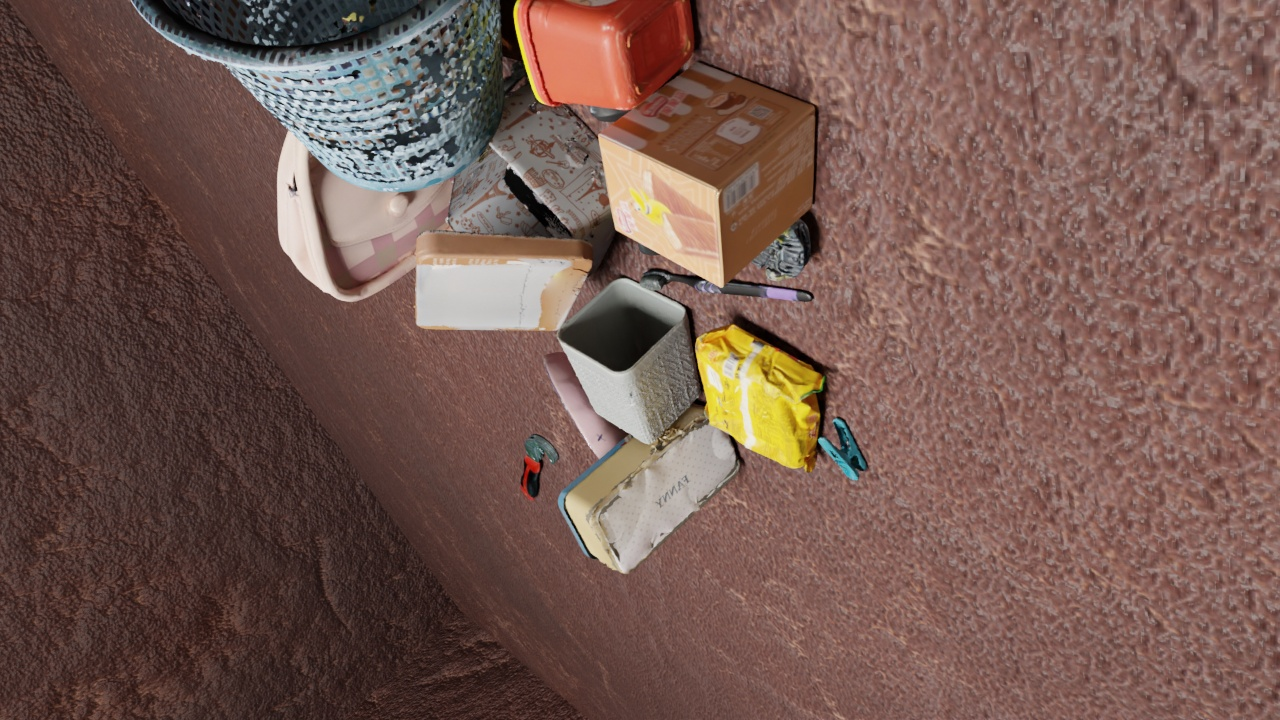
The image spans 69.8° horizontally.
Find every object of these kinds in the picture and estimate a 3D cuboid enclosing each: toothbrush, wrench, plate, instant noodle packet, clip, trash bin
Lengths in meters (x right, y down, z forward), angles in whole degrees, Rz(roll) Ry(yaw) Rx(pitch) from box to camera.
[{"bbox_3d":[-0.127,-0.224,0.781,0.014,0.016,0.190,60,154,-13],"label":"toothbrush"},{"bbox_3d":[-0.165,0.170,1.422,0.056,0.016,0.274,45,155,8],"label":"wrench"},{"bbox_3d":[-0.033,0.066,0.961,0.192,0.039,0.192,57,-178,-3],"label":"plate"},{"bbox_3d":[0.099,0.030,0.748,0.111,0.044,0.128,28,153,25],"label":"instant noodle packet"},{"bbox_3d":[0.163,0.072,0.733,0.014,0.040,0.056,10,143,56],"label":"clip"},{"bbox_3d":[0.060,-0.057,0.720,0.189,0.016,0.014,13,138,50],"label":"toothbrush"},{"bbox_3d":[-0.179,-0.223,0.600,0.226,0.226,0.195,41,166,16],"label":"trash bin"}]

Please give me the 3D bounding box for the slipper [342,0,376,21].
[{"bbox_3d":[-0.197,-0.339,0.669,0.081,0.091,0.191,6,139,-3],"label":"slipper"}]

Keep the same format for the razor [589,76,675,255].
[{"bbox_3d":[0.004,-0.137,0.662,0.168,0.062,0.067,78,173,-56],"label":"razor"}]

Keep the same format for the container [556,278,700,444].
[{"bbox_3d":[-0.005,0.005,0.830,0.090,0.090,0.114,30,153,36],"label":"container"}]

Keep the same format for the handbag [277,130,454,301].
[{"bbox_3d":[-0.241,-0.183,0.829,0.093,0.192,0.235,37,149,20],"label":"handbag"}]

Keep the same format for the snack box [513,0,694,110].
[{"bbox_3d":[-0.019,-0.200,0.554,0.080,0.091,0.082,24,147,31],"label":"snack box"}]

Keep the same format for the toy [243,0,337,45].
[{"bbox_3d":[-0.339,-0.328,0.907,0.138,0.091,0.357,1,135,23],"label":"toy"}]

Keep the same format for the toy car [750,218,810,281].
[{"bbox_3d":[0.071,-0.093,0.626,0.105,0.031,0.049,32,150,30],"label":"toy car"}]

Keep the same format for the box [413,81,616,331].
[{"bbox_3d":[-0.116,-0.092,0.761,0.153,0.177,0.183,48,155,4],"label":"box"}]

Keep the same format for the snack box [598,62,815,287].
[{"bbox_3d":[0.043,-0.116,0.566,0.094,0.092,0.077,32,152,31],"label":"snack box"}]

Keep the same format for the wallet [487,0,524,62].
[{"bbox_3d":[-0.074,-0.251,0.634,0.124,0.032,0.101,32,150,36],"label":"wallet"}]

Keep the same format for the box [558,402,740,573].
[{"bbox_3d":[0.007,0.119,0.862,0.061,0.183,0.090,19,138,52],"label":"box"}]
